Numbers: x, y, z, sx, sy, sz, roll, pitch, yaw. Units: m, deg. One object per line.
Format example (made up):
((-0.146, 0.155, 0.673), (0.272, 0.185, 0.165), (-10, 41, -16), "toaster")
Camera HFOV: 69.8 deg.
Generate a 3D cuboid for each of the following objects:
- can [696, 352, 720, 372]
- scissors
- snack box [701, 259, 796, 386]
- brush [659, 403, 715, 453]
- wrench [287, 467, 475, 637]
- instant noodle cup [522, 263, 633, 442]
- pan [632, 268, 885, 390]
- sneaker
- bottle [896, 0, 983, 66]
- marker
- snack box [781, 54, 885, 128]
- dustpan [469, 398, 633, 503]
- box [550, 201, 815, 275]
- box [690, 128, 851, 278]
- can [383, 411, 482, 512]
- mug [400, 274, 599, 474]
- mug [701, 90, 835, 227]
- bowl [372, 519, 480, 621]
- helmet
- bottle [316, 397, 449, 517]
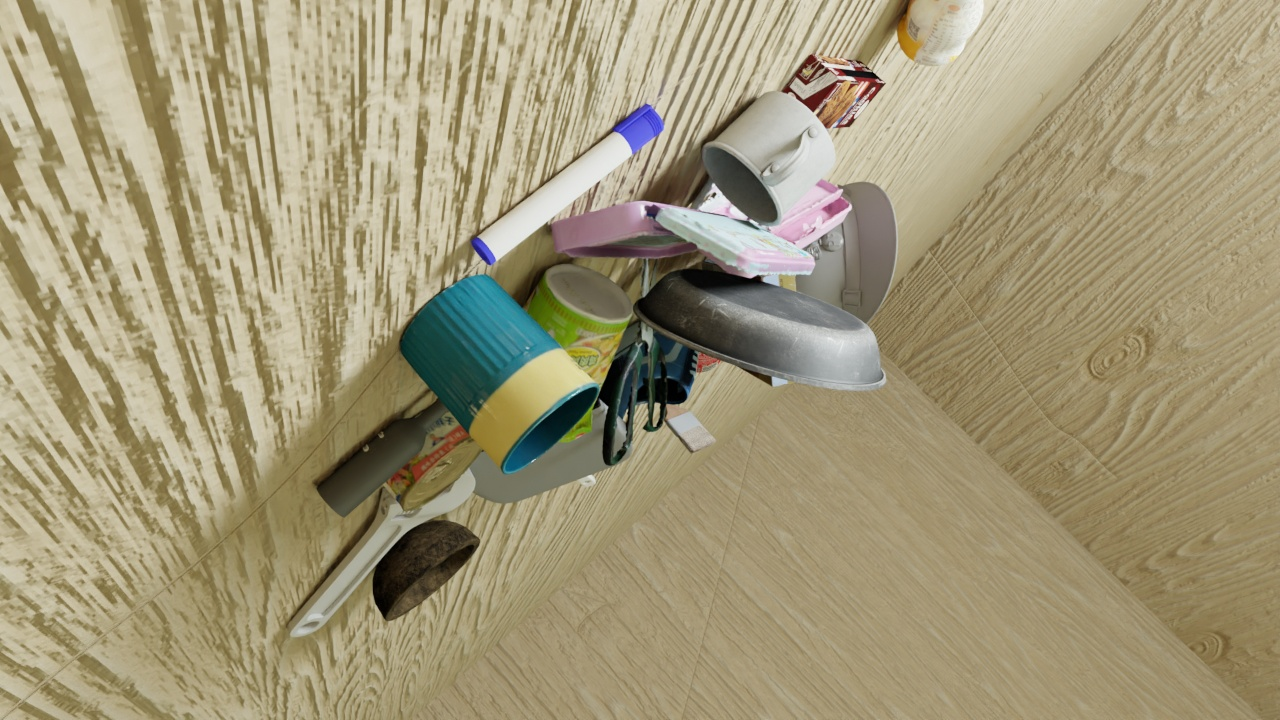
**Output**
((0.076, -0.027, 1.142), (0.064, 0.064, 0.105), (-42, 168, -10), "can")
((-0.007, 0.003, 0.836), (0.146, 0.015, 0.210), (-47, 142, -49), "scissors")
((0.107, -0.044, 0.908), (0.031, 0.101, 0.186), (-10, -168, -11), "snack box")
((0.025, 0.043, 1.021), (0.045, 0.143, 0.008), (-15, 149, -50), "brush")
((-0.246, 0.180, 0.854), (0.086, 0.018, 0.274), (4, 136, -51), "wrench")
((-0.060, -0.011, 0.693), (0.098, 0.099, 0.108), (-26, 150, -56), "instant noodle cup")
((0.073, -0.045, 0.744), (0.356, 0.187, 0.055), (-118, -138, -70), "pan")
((0.032, 0.000, 1.001), (0.240, 0.098, 0.084), (-34, 165, -40), "sneaker")
((0.267, -0.308, 0.797), (0.063, 0.063, 0.109), (-40, 168, -16), "bottle")
((-0.043, -0.109, 0.562), (0.141, 0.020, 0.020), (-41, 168, -14), "marker")
((0.167, -0.233, 0.801), (0.051, 0.032, 0.140), (-51, 167, 30), "snack box")
((-0.085, 0.103, 0.932), (0.163, 0.033, 0.258), (-21, 154, 6), "dustpan")
((0.043, -0.088, 0.675), (0.213, 0.150, 0.049), (-14, 115, -68), "box")
((0.132, -0.161, 0.842), (0.201, 0.087, 0.103), (-32, 151, -44), "box")
((-0.168, 0.077, 0.734), (0.086, 0.043, 0.086), (-42, 168, -11), "can")
((-0.097, 0.016, 0.604), (0.083, 0.107, 0.114), (-38, 167, -35), "mug")
((0.104, -0.155, 0.702), (0.070, 0.084, 0.113), (-45, -163, -8), "mug")
((-0.230, 0.205, 0.945), (0.121, 0.056, 0.121), (-42, 168, -11), "bowl")
((0.158, -0.100, 1.006), (0.117, 0.183, 0.272), (4, 164, -19), "helmet")
((-0.183, 0.066, 0.675), (0.113, 0.030, 0.030), (-42, 168, -9), "bottle")
